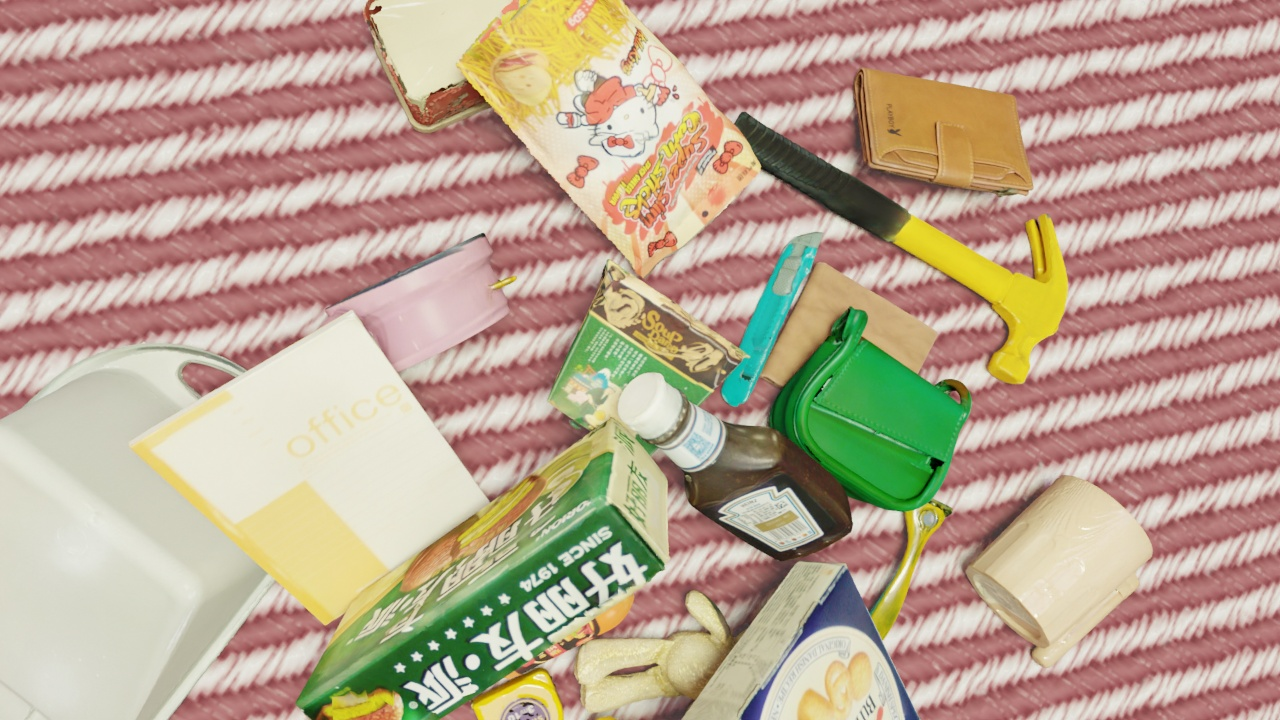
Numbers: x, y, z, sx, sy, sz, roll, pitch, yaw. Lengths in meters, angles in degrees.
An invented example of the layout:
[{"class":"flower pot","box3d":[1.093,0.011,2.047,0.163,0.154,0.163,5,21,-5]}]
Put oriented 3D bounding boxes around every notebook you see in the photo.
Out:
[{"class":"notebook","box3d":[-0.195,0.078,0.590,0.145,0.010,0.206,-32,132,-9]}]

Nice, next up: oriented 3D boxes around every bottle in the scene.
[{"class":"bottle","box3d":[0.061,0.071,0.603,0.080,0.044,0.195,-31,130,28]},{"class":"bottle","box3d":[-0.079,0.186,0.643,0.149,0.067,0.067,-33,91,-2]}]

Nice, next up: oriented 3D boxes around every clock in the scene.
[{"class":"clock","box3d":[-0.162,-0.027,0.618,0.158,0.117,0.060,-27,101,-11]}]

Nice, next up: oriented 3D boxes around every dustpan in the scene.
[{"class":"dustpan","box3d":[-0.360,0.123,0.631,0.222,0.142,0.258,41,111,-3]}]

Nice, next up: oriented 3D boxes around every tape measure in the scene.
[{"class":"tape measure","box3d":[-0.083,0.252,0.651,0.060,0.029,0.057,-24,89,-9]}]

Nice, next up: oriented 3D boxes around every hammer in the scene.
[{"class":"hammer","box3d":[0.201,-0.105,0.714,0.300,0.033,0.128,29,82,-5]}]

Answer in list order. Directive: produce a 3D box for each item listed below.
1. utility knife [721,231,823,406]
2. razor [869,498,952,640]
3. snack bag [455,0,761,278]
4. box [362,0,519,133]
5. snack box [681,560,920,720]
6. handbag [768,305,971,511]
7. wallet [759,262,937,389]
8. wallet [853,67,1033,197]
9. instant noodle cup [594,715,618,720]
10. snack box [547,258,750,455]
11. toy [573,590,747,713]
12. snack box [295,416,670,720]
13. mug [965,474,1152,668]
[{"class":"utility knife","box3d":[0.100,-0.034,0.700,0.029,0.013,0.151,20,81,33]},{"class":"razor","box3d":[0.195,0.165,0.699,0.043,0.028,0.132,27,85,-9]},{"class":"snack bag","box3d":[-0.017,-0.166,0.633,0.128,0.073,0.208,-46,117,1]},{"class":"box","box3d":[-0.103,-0.240,0.657,0.168,0.080,0.091,-26,90,-8]},{"class":"snack box","box3d":[0.114,0.260,0.606,0.177,0.046,0.182,-42,111,-39]},{"class":"handbag","box3d":[0.170,0.040,0.673,0.131,0.068,0.120,34,82,-9]},{"class":"wallet","box3d":[0.163,-0.005,0.710,0.115,0.020,0.101,28,85,-7]},{"class":"wallet","box3d":[0.232,-0.170,0.707,0.130,0.035,0.118,8,55,-8]},{"class":"instant noodle cup","box3d":[-0.005,0.326,0.610,0.110,0.138,0.138,32,82,-13]},{"class":"snack box","box3d":[-0.004,0.004,0.647,0.118,0.117,0.105,35,95,-3]},{"class":"toy","box3d":[0.032,0.219,0.651,0.157,0.066,0.105,-3,89,-5]},{"class":"snack box","box3d":[-0.092,0.142,0.572,0.240,0.114,0.063,-35,104,13]},{"class":"mug","box3d":[0.320,0.165,0.696,0.103,0.084,0.124,-39,118,-8]}]
